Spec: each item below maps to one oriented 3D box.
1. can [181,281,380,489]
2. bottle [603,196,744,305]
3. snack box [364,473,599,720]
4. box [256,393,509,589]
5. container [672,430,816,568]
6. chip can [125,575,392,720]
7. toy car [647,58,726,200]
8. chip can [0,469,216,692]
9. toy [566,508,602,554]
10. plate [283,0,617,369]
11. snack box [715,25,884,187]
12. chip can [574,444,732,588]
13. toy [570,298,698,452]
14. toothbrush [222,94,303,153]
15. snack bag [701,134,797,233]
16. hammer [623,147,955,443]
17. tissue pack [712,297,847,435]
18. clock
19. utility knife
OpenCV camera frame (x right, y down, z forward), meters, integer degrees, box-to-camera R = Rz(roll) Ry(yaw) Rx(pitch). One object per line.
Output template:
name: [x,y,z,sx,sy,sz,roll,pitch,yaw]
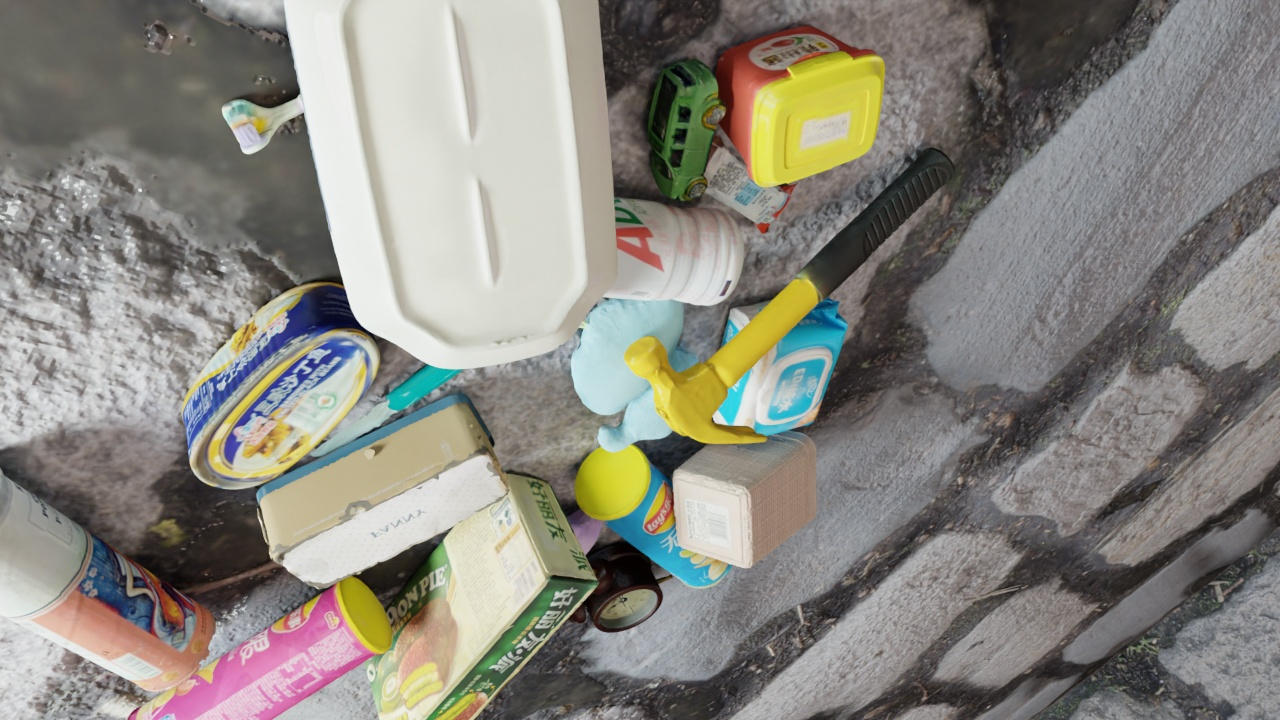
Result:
can: [-0.229,0.018,0.584,0.148,0.049,0.074,-42,139,12]
bottle: [-0.030,-0.075,0.602,0.196,0.068,0.068,2,129,-27]
snack box: [-0.146,0.219,0.789,0.063,0.114,0.240,19,118,-44]
box: [-0.181,0.095,0.679,0.184,0.061,0.090,-27,149,-10]
container: [0.090,0.119,0.815,0.110,0.090,0.090,-26,119,-47]
chip can: [-0.315,0.263,0.761,0.210,0.071,0.071,-32,140,0]
toy car: [0.026,-0.145,0.588,0.036,0.043,0.091,-15,135,-24]
chip can: [-0.375,0.152,0.609,0.071,0.071,0.215,-28,140,-6]
toy: [-0.074,0.175,0.843,0.108,0.039,0.083,-52,165,27]
plate: [-0.091,-0.110,0.491,0.162,0.034,0.266,-9,117,-13]
snack box: [0.097,-0.164,0.585,0.091,0.080,0.082,-21,138,-14]
chip can: [0.019,0.151,0.859,0.071,0.071,0.210,-36,140,5]
toy: [-0.004,0.004,0.711,0.156,0.050,0.162,9,116,-48]
toothbrush: [-0.130,-0.162,0.491,0.189,0.029,0.020,-27,-178,-8]
snack bag: [0.073,-0.123,0.653,0.104,0.026,0.048,15,114,-41]
hammer: [0.128,-0.054,0.696,0.300,0.033,0.129,-43,119,-9]
tissue pack: [0.116,0.008,0.784,0.089,0.063,0.140,-11,135,-24]
clock: [-0.031,0.229,0.917,0.121,0.055,0.082,9,125,-36]
utility knife: [-0.145,0.007,0.653,0.216,0.013,0.029,-35,147,1]
